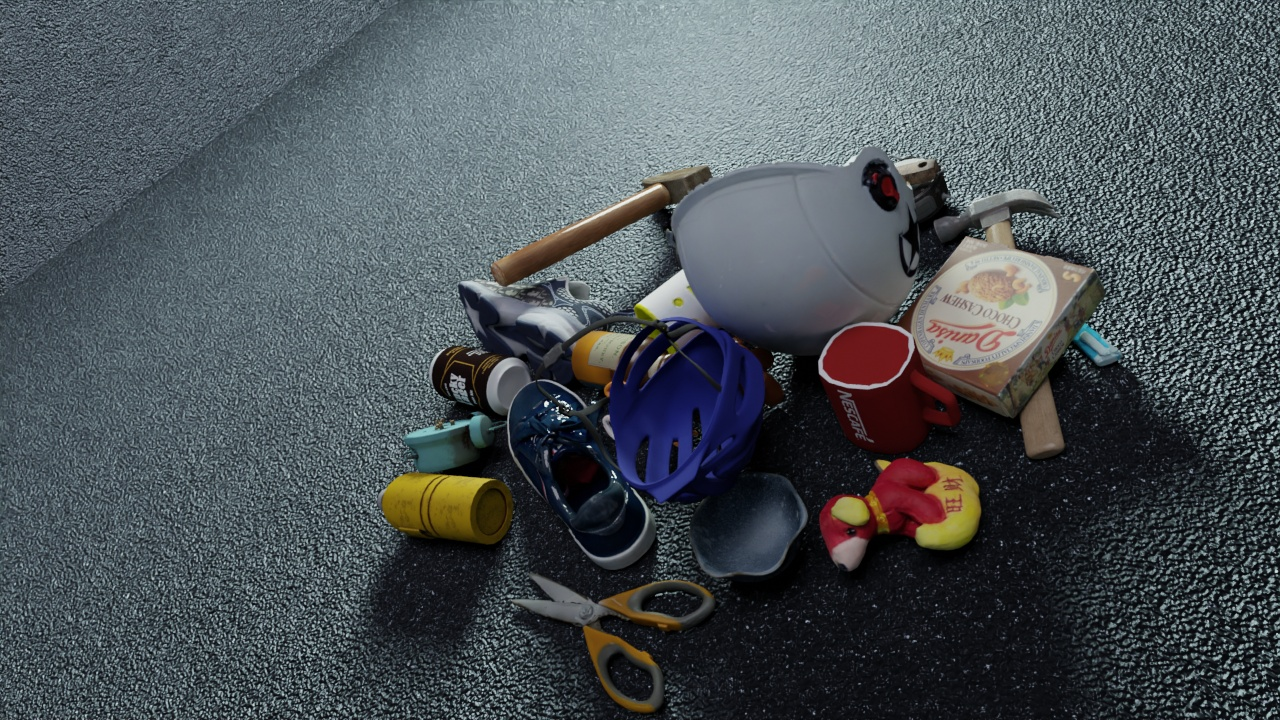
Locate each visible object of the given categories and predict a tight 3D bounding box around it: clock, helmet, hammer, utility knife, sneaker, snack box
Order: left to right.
[{"bbox_3d":[-0.216,0.093,1.081,0.124,0.053,0.090,-13,6,-12],"label":"clock"},{"bbox_3d":[-0.128,-0.065,1.189,0.132,0.103,0.270,-35,38,-27],"label":"sneaker"},{"bbox_3d":[-0.085,0.085,0.969,0.120,0.127,0.294,-37,38,-4],"label":"sneaker"},{"bbox_3d":[-0.061,-0.174,1.199,0.300,0.037,0.158,-29,17,-18],"label":"hammer"},{"bbox_3d":[0.010,0.021,0.833,0.148,0.227,0.241,-41,28,26],"label":"helmet"},{"bbox_3d":[0.156,-0.090,0.906,0.237,0.263,0.163,-17,73,34],"label":"helmet"},{"bbox_3d":[0.305,-0.192,1.060,0.091,0.044,0.122,-31,36,8],"label":"clock"},{"bbox_3d":[0.324,-0.036,0.855,0.147,0.041,0.143,-51,37,-5],"label":"snack box"},{"bbox_3d":[0.359,-0.048,0.882,0.120,0.031,0.330,-22,40,31],"label":"hammer"},{"bbox_3d":[0.399,-0.046,0.873,0.022,0.015,0.158,-34,38,11],"label":"utility knife"}]

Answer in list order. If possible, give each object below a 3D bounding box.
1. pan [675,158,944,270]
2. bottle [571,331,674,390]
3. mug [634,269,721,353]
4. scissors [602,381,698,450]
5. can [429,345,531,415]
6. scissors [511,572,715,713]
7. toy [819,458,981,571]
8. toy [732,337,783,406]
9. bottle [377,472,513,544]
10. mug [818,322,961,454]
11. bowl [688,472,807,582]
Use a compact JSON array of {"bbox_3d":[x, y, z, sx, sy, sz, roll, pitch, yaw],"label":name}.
[{"bbox_3d":[0.186,-0.192,1.102,0.358,0.040,0.207,-12,41,38],"label":"pan"},{"bbox_3d":[-0.006,0.006,1.024,0.157,0.068,0.067,9,54,49],"label":"bottle"},{"bbox_3d":[0.058,-0.062,1.058,0.106,0.082,0.082,-39,40,-10],"label":"mug"},{"bbox_3d":[0.009,0.077,0.985,0.133,0.084,0.012,32,36,24],"label":"scissors"},{"bbox_3d":[-0.200,0.023,1.145,0.129,0.072,0.071,11,56,40],"label":"can"},{"bbox_3d":[-0.029,0.234,0.863,0.165,0.016,0.225,-46,39,-16],"label":"scissors"},{"bbox_3d":[0.220,0.124,0.783,0.137,0.067,0.105,-16,37,6],"label":"toy"},{"bbox_3d":[0.095,0.015,0.984,0.095,0.065,0.127,-30,30,-6],"label":"toy"},{"bbox_3d":[-0.228,0.163,1.022,0.164,0.071,0.070,0,49,33],"label":"bottle"},{"bbox_3d":[0.233,0.028,0.840,0.116,0.096,0.080,11,55,39],"label":"mug"},{"bbox_3d":[0.102,0.158,0.824,0.110,0.055,0.110,-18,42,17],"label":"bowl"}]
